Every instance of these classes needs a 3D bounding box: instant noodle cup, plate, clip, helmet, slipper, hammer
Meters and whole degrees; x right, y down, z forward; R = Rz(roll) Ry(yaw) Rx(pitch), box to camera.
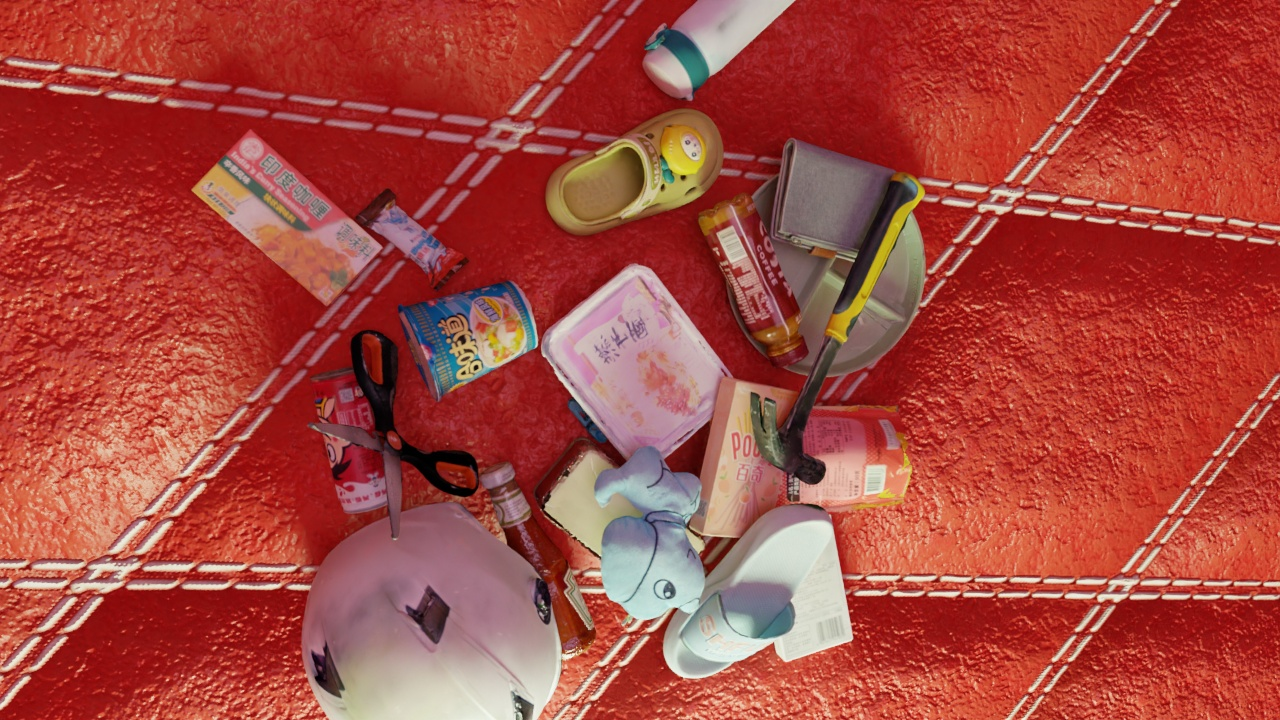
[{"bbox_3d":[-0.159,-0.025,0.869,0.109,0.099,0.099,-22,100,-19],"label":"instant noodle cup"},{"bbox_3d":[0.196,-0.097,0.978,0.230,0.027,0.230,-1,95,-14],"label":"plate"},{"bbox_3d":[-0.054,0.061,0.936,0.014,0.046,0.057,-40,102,-7],"label":"clip"},{"bbox_3d":[-0.192,0.272,0.830,0.229,0.145,0.258,-29,100,7],"label":"helmet"},{"bbox_3d":[-0.005,0.005,0.922,0.138,0.060,0.173,-40,101,-7],"label":"instant noodle cup"},{"bbox_3d":[0.000,-0.181,0.897,0.190,0.081,0.091,-25,103,-8],"label":"slipper"},{"bbox_3d":[0.202,-0.041,0.914,0.126,0.032,0.323,31,82,-42],"label":"hammer"},{"bbox_3d":[0.117,0.245,0.929,0.104,0.074,0.246,15,120,-31],"label":"slipper"}]

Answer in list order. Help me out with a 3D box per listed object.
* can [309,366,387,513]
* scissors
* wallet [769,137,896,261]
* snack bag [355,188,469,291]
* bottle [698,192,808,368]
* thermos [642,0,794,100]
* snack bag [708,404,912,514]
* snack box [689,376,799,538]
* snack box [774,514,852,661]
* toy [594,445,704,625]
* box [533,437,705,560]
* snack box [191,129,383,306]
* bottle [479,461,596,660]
[{"bbox_3d":[-0.271,0.074,0.867,0.053,0.053,0.133,-12,98,-12],"label":"can"},{"bbox_3d":[-0.219,0.062,0.825,0.022,0.230,0.220,-30,65,14],"label":"scissors"},{"bbox_3d":[0.194,-0.158,0.937,0.129,0.037,0.106,10,94,-26],"label":"wallet"},{"bbox_3d":[-0.218,-0.115,0.877,0.104,0.026,0.048,45,72,-14],"label":"snack bag"},{"bbox_3d":[0.117,-0.077,0.916,0.057,0.057,0.175,-27,101,-10],"label":"bottle"},{"bbox_3d":[0.096,-0.352,0.909,0.224,0.073,0.073,-44,103,-6],"label":"thermos"},{"bbox_3d":[0.180,0.108,0.977,0.208,0.073,0.128,-4,92,-6],"label":"snack bag"},{"bbox_3d":[0.105,0.100,0.922,0.084,0.026,0.157,11,93,-31],"label":"snack box"},{"bbox_3d":[0.177,0.243,1.004,0.084,0.027,0.157,-14,98,-11],"label":"snack box"},{"bbox_3d":[0.009,0.174,0.876,0.161,0.050,0.156,36,86,-16],"label":"toy"},{"bbox_3d":[-0.018,0.160,0.924,0.168,0.078,0.091,41,85,-14],"label":"box"},{"bbox_3d":[-0.324,-0.130,0.849,0.156,0.027,0.077,43,83,-14],"label":"snack box"},{"bbox_3d":[-0.106,0.199,0.917,0.059,0.060,0.206,-24,100,-11],"label":"bottle"}]
